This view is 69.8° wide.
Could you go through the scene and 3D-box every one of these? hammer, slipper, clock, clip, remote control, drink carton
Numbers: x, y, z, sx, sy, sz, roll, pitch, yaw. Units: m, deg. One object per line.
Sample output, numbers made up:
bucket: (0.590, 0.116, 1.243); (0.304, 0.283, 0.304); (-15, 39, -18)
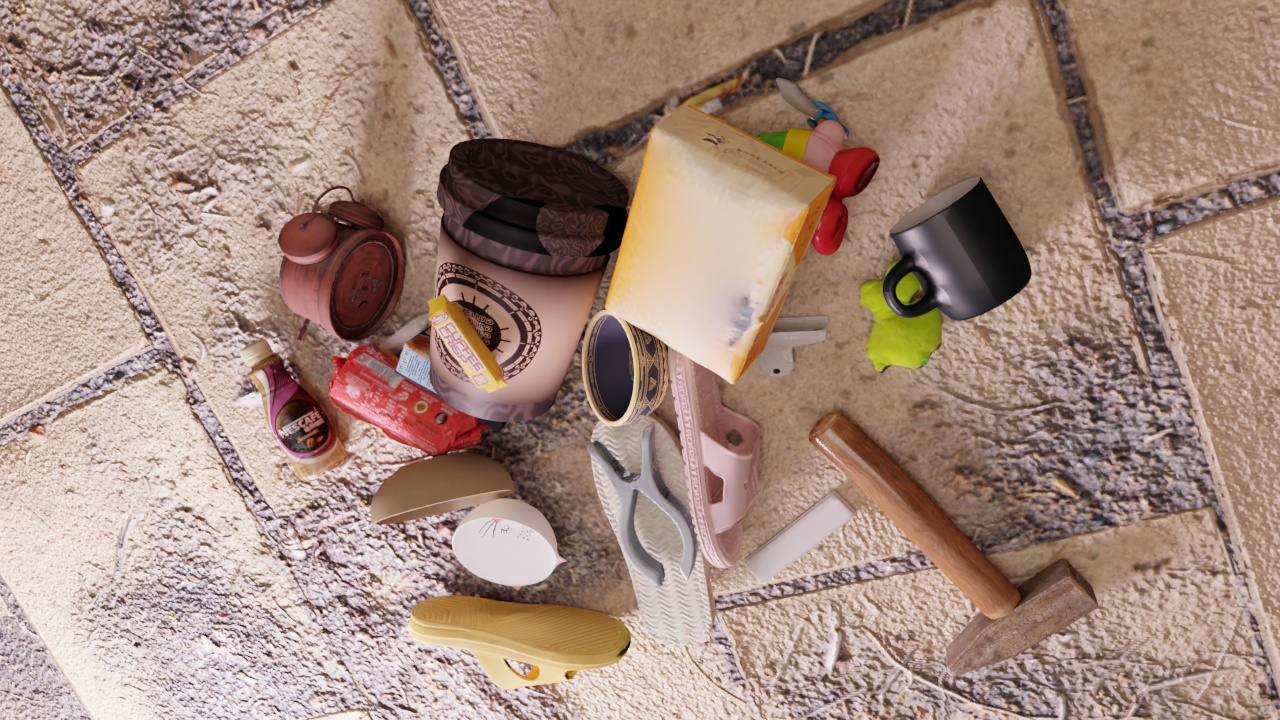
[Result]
hammer: (0.275, 0.168, 0.893); (0.301, 0.037, 0.158); (46, 115, -2)
slipper: (0.017, 0.173, 0.964); (0.115, 0.052, 0.263); (-10, 102, 22)
clock: (-0.303, -0.098, 0.928); (0.072, 0.120, 0.158); (20, 121, 17)
clip: (-0.009, 0.152, 0.922); (0.112, 0.028, 0.163); (-16, 98, 20)
remote control: (0.163, 0.184, 0.945); (0.033, 0.012, 0.131); (45, 115, -2)
slipper: (-0.141, 0.325, 1.038); (0.264, 0.099, 0.078); (5, 100, 19)
slipper: (0.082, 0.082, 0.891); (0.064, 0.094, 0.239); (-8, 101, 23)
drink carton: (-0.184, 0.019, 0.961); (0.130, 0.064, 0.040); (29, 116, 4)
clip: (0.131, -0.018, 0.882); (0.102, 0.056, 0.056); (-1, 65, 18)

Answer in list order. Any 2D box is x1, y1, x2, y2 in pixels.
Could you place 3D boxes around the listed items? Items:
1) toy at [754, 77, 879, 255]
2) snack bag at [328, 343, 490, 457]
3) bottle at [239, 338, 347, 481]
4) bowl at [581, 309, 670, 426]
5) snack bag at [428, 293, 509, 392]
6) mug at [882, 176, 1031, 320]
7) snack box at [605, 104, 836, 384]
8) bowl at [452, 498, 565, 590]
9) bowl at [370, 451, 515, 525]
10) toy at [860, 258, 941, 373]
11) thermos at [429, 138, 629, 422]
toy: (0.129, -0.170, 0.793); (0.131, 0.096, 0.124); (34, 114, 29)
snack bag: (-0.251, 0.046, 0.982); (0.176, 0.082, 0.082); (29, 114, 6)
bottle: (-0.397, 0.054, 1.040); (0.060, 0.059, 0.166); (-23, 100, 22)
bowl: (-0.005, 0.005, 0.895); (0.061, 0.112, 0.112); (-4, 115, -29)
snack bag: (-0.152, -0.013, 0.802); (0.026, 0.020, 0.099); (-21, 110, 30)
mug: (0.258, -0.081, 0.774); (0.121, 0.085, 0.094); (-35, 97, -5)
snack box: (0.059, -0.092, 0.785); (0.145, 0.080, 0.196); (31, 133, 15)
bowl: (-0.144, 0.192, 1.009); (0.115, 0.050, 0.115); (5, 130, 6)
bowl: (-0.212, 0.132, 0.974); (0.153, 0.152, 0.050); (-18, 79, 21)
toy: (0.237, -0.038, 0.834); (0.094, 0.036, 0.093); (-41, 89, 18)
thermos: (-0.117, -0.070, 0.861); (0.173, 0.172, 0.227); (22, 120, 8)
